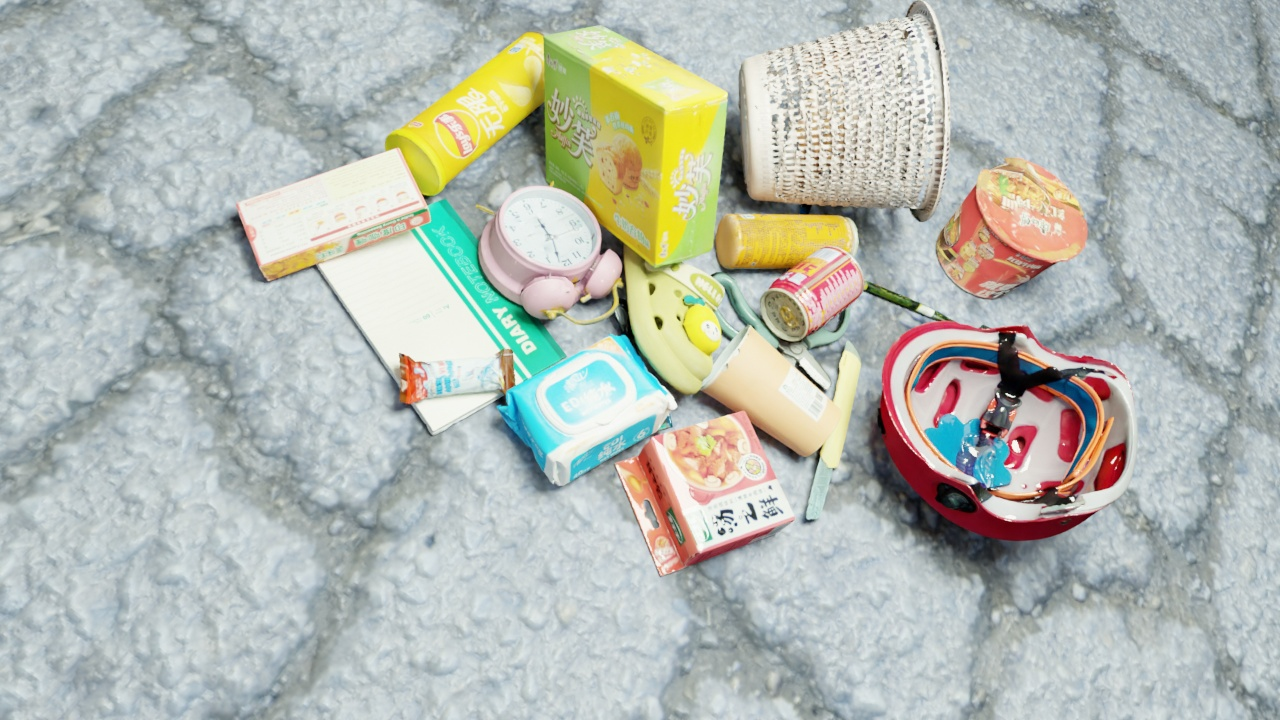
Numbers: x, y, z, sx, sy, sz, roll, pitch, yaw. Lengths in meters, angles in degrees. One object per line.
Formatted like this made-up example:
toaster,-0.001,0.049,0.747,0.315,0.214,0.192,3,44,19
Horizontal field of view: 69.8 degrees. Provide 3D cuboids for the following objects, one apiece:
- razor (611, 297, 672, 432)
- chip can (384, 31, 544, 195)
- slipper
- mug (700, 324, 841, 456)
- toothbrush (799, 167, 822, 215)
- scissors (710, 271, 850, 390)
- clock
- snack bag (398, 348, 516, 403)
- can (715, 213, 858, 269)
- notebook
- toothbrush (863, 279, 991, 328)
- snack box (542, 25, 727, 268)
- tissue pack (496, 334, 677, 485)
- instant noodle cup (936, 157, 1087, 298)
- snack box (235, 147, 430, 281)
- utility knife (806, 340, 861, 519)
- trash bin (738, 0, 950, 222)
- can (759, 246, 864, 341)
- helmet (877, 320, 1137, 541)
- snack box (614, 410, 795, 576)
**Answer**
razor,-0.005,0.005,0.880,0.043,0.022,0.142,-17,70,6
chip can,-0.162,-0.255,0.938,0.072,0.072,0.212,38,58,4
slipper,0.035,-0.061,0.876,0.091,0.082,0.190,33,36,-47
mug,0.128,0.033,0.882,0.123,0.078,0.078,37,58,-2
toothbrush,0.202,-0.210,1.067,0.014,0.016,0.189,22,59,-1
scissors,0.158,-0.050,0.966,0.170,0.019,0.178,45,58,10
clock,-0.083,-0.097,0.881,0.117,0.060,0.158,-25,73,-35
snack bag,-0.161,0.013,0.808,0.104,0.026,0.048,-2,75,-19
can,0.156,-0.127,0.982,0.146,0.058,0.058,-2,64,-20
notebook,-0.187,-0.049,0.857,0.150,0.012,0.209,-31,76,-30
toothbrush,0.313,-0.060,1.022,0.186,0.017,0.012,21,61,-6
snack box,-0.013,-0.206,0.868,0.069,0.158,0.210,-22,44,-28
tissue pack,-0.047,0.040,0.815,0.139,0.063,0.090,-28,67,-22
instant noodle cup,0.415,-0.141,1.045,0.138,0.109,0.137,8,61,-14
snack box,-0.280,-0.136,0.840,0.155,0.027,0.077,-23,67,-14
utility knife,0.195,0.068,0.913,0.031,0.022,0.212,36,50,-20
trash bin,0.206,-0.254,0.979,0.192,0.228,0.227,-4,63,4
can,0.173,-0.067,0.930,0.093,0.067,0.066,-35,78,-30
helmet,0.334,0.077,0.888,0.240,0.144,0.206,22,57,11
snack box,0.058,0.117,0.829,0.127,0.044,0.113,-15,69,-24
